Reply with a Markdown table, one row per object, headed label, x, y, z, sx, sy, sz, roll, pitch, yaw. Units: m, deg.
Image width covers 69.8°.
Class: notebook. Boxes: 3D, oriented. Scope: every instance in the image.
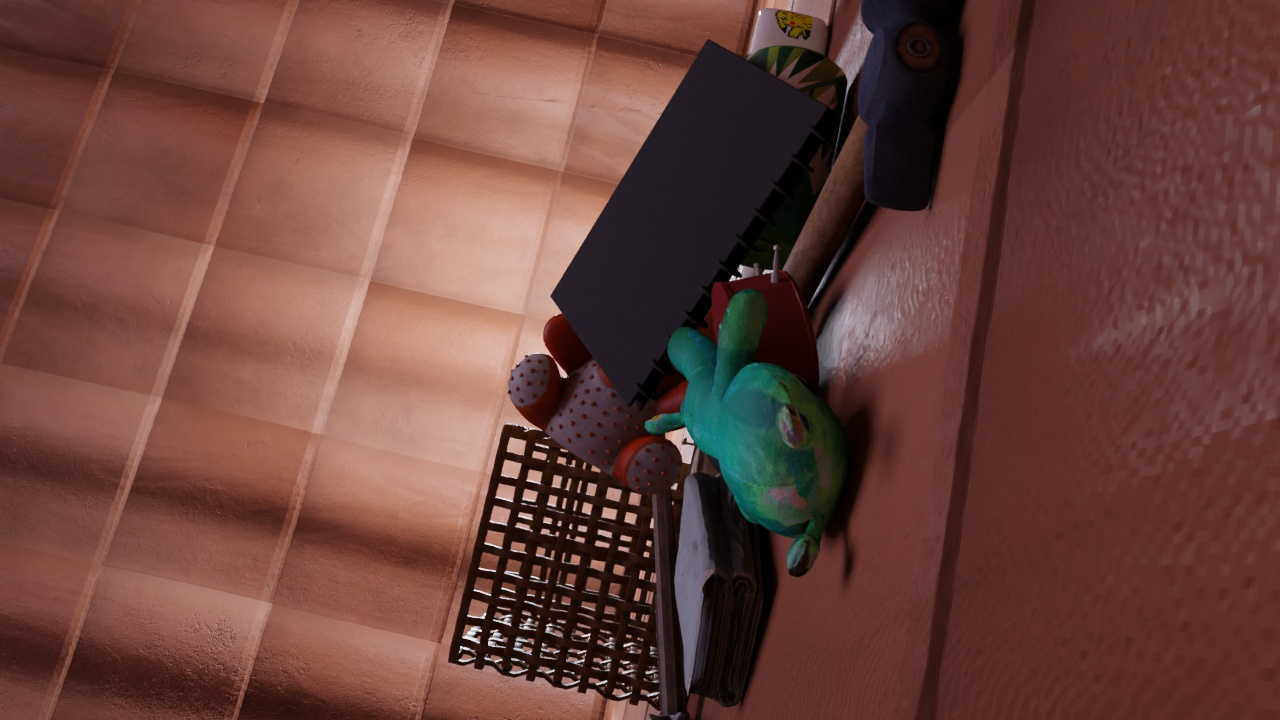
| label | x | y | z | sx | sy | sz | roll | pitch | yaw |
| --- | --- | --- | --- | --- | --- | --- | --- | --- | --- |
| notebook | 0.027 | -0.099 | 0.648 | 0.232 | 0.019 | 0.169 | -57 | 39 | 16 |

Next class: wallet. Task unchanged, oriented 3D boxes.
| label | x | y | z | sx | sy | sz | roll | pitch | yaw |
| --- | --- | --- | --- | --- | --- | --- | --- | --- | --- |
| wallet | 0.050 | 0.143 | 0.591 | 0.131 | 0.054 | 0.100 | -81 | -6 | -68 |

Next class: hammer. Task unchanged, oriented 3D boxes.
| label | x | y | z | sx | sy | sz | roll | pitch | yaw |
| --- | --- | --- | --- | --- | --- | --- | --- | --- | --- |
| hammer | 0.020 | 0.152 | 0.769 | 0.147 | 0.028 | 0.316 | 70 | -164 | -69 |
| hammer | 0.108 | -0.076 | 0.533 | 0.322 | 0.040 | 0.129 | 99 | 180 | -70 |

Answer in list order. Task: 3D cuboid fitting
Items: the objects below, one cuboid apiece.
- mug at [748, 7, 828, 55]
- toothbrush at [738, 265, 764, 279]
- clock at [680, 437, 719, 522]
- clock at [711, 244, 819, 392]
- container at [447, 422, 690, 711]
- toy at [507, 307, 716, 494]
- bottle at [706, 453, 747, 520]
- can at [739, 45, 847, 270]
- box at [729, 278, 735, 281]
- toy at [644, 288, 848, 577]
| label | x | y | z | sx | sy | sz | roll | pitch | yaw |
| --- | --- | --- | --- | --- | --- | --- | --- | --- | --- |
| mug | 0.141 | -0.297 | 0.900 | 0.094 | 0.068 | 0.115 | 102 | -179 | -51 |
| toothbrush | 0.099 | -0.084 | 0.800 | 0.024 | 0.022 | 0.185 | 44 | -113 | -54 |
| clock | 0.060 | 0.091 | 0.751 | 0.140 | 0.054 | 0.093 | -80 | 1 | -46 |
| clock | 0.074 | 0.001 | 0.542 | 0.087 | 0.044 | 0.124 | 133 | 125 | -85 |
| container | -0.045 | 0.197 | 0.940 | 0.252 | 0.214 | 0.219 | 97 | -175 | -84 |
| toy | -0.004 | 0.005 | 0.742 | 0.172 | 0.164 | 0.093 | -58 | -20 | -6 |
| bottle | 0.068 | 0.055 | 0.611 | 0.174 | 0.055 | 0.055 | -80 | 2 | -69 |
| can | 0.098 | -0.145 | 0.668 | 0.083 | 0.083 | 0.144 | 100 | -177 | -79 |
| box | 0.082 | -0.032 | 0.999 | 0.188 | 0.061 | 0.133 | -112 | 31 | -79 |
| toy | 0.049 | 0.035 | 0.455 | 0.193 | 0.072 | 0.131 | -139 | 36 | -69 |
